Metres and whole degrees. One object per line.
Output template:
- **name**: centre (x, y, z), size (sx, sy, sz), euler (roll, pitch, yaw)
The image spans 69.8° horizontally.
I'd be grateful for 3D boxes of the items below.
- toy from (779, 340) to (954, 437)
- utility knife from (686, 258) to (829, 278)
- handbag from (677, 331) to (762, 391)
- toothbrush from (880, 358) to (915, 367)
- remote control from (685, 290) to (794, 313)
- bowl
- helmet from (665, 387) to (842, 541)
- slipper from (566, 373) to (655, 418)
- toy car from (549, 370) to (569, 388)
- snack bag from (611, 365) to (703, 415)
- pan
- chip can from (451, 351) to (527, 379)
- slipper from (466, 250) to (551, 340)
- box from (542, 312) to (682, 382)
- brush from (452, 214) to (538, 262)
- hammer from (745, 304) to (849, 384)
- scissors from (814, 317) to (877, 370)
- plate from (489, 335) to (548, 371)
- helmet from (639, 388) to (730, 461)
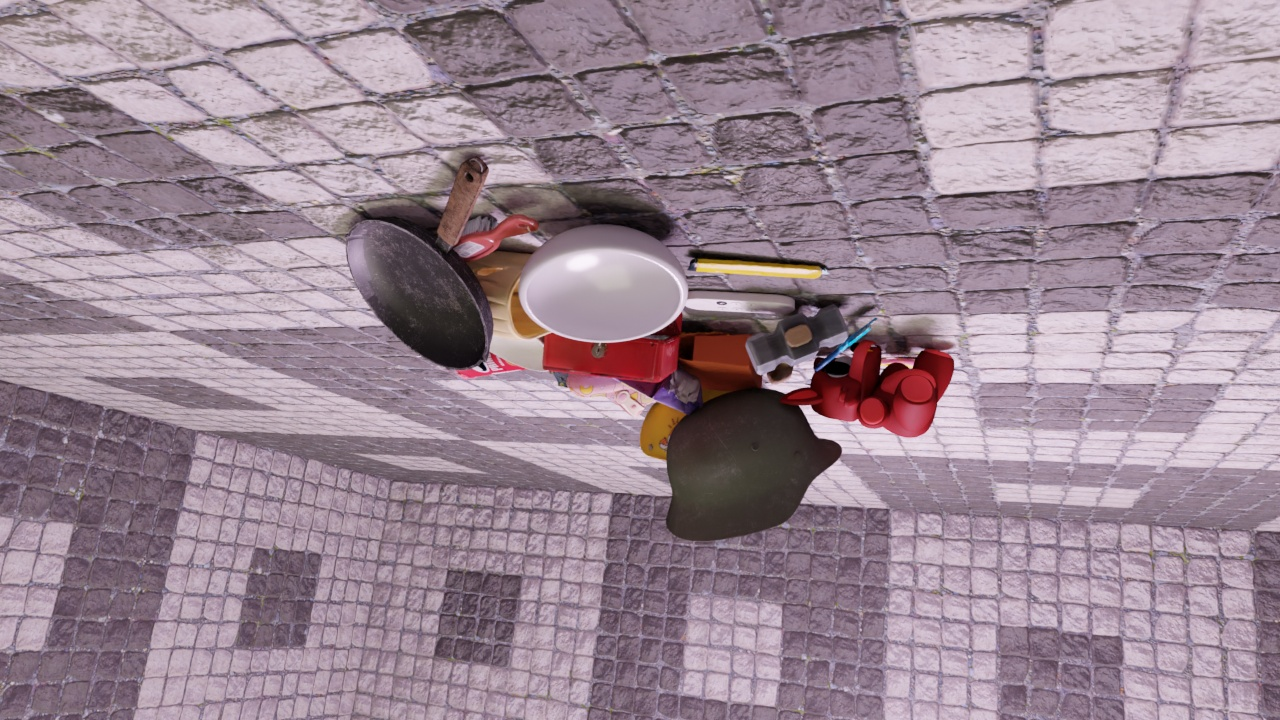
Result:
- **toy**: centre (0.309, 0.034, 1.239), size (0.197, 0.121, 0.157), euler (11, -149, 27)
- **utility knife**: centre (0.129, -0.100, 1.005), size (0.155, 0.017, 0.030), euler (6, 170, 2)
- **handbag**: centre (0.111, -0.001, 1.302), size (0.109, 0.060, 0.172), euler (3, 166, 14)
- **toothbrush**: centre (0.352, 0.004, 1.320), size (0.136, 0.016, 0.021), euler (-3, 162, 22)
- **remote control**: centre (0.120, -0.071, 1.124), size (0.136, 0.013, 0.043), euler (4, 165, 10)
- **bowl**: centre (-0.039, -0.091, 0.970), size (0.176, 0.066, 0.177), euler (-1, 149, -1)
- **helmet**: centre (0.143, 0.122, 1.285), size (0.267, 0.154, 0.227), euler (-19, -167, -5)
- **slipper**: centre (-0.020, 0.047, 1.422), size (0.197, 0.081, 0.093), euler (-3, -164, -20)
- **toy car**: centre (-0.120, 0.020, 1.536), size (0.048, 0.032, 0.105), euler (3, 160, 12)
- **snack bag**: centre (-0.008, 0.008, 1.292), size (0.205, 0.058, 0.096), euler (29, -177, 40)
- **pan**: centre (-0.210, -0.110, 0.965), size (0.207, 0.040, 0.358), euler (43, 143, -2)
- **chip can**: centre (-0.182, -0.018, 1.338), size (0.234, 0.073, 0.073), euler (-8, 160, 42)
- **slipper**: centre (-0.133, -0.063, 1.058), size (0.261, 0.079, 0.111), euler (1, 131, 4)
- **box**: centre (-0.032, -0.026, 1.159), size (0.157, 0.122, 0.136), euler (3, 170, 13)
- **brush**: centre (-0.157, -0.136, 0.955), size (0.041, 0.030, 0.173), euler (17, 163, -35)
- **hammer**: centre (0.200, -0.004, 1.245), size (0.117, 0.051, 0.323), euler (-22, 170, 1)
- **scissors**: centre (0.261, -0.021, 1.160), size (0.015, 0.083, 0.140), euler (51, 166, 4)
- **plate**: centre (-0.185, -0.050, 1.206), size (0.182, 0.034, 0.182), euler (27, 160, 10)
- **helmet**: centre (0.133, 0.117, 1.486), size (0.240, 0.140, 0.208), euler (39, -149, 10)
